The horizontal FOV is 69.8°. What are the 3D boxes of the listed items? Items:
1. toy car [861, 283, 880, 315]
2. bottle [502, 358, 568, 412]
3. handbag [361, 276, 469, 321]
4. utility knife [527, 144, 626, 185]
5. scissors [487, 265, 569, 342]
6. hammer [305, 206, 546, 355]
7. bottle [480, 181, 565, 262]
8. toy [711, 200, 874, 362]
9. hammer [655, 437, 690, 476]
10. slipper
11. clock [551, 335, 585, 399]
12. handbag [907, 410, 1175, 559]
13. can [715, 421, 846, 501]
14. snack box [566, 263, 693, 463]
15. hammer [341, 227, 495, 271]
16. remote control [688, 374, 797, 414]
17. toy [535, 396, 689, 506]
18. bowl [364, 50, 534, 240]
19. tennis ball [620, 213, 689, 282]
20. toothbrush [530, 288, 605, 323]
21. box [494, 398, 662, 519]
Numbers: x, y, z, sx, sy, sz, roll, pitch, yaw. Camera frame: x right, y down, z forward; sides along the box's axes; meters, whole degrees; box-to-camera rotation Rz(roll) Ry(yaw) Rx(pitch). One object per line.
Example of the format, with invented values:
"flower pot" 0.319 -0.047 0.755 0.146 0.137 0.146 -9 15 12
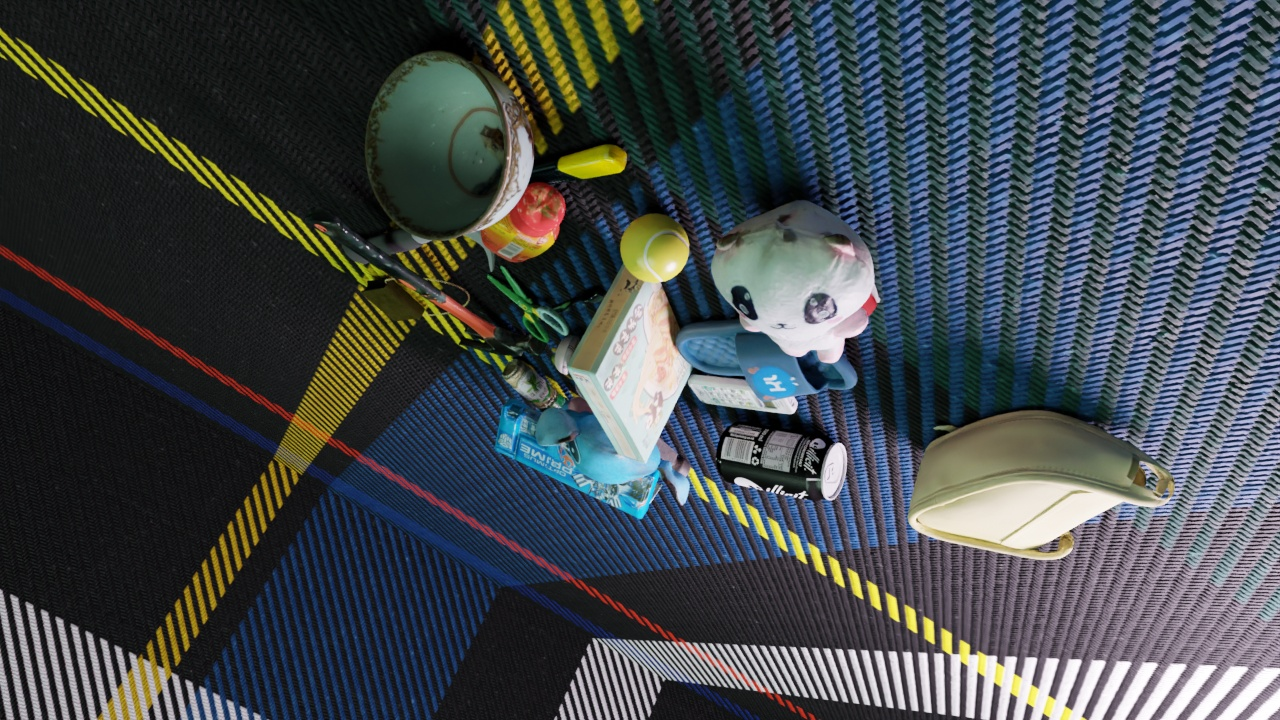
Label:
"toy car" 0.172 -0.062 0.850 0.090 0.025 0.038 9 144 37
"bottle" -0.153 0.042 1.339 0.043 0.042 0.110 -4 139 48
"handbag" -0.300 -0.090 1.259 0.178 0.027 0.084 -3 144 38
"utility knife" -0.080 -0.180 0.871 0.174 0.020 0.028 -1 158 44
"scissors" -0.136 -0.069 1.126 0.112 0.012 0.131 10 141 43
"hammer" -0.274 -0.093 1.158 0.133 0.033 0.333 1 153 44
"bottle" -0.118 -0.140 0.930 0.071 0.048 0.134 30 163 -18
"toy" 0.135 -0.059 0.793 0.139 0.101 0.180 6 143 25
"hammer" -0.066 0.146 1.470 0.120 0.033 0.331 44 150 -25
"slipper" 0.124 -0.001 0.974 0.214 0.059 0.104 8 147 37
"clock" -0.044 0.012 1.157 0.158 0.058 0.117 9 149 34
"handbag" 0.393 0.127 0.940 0.191 0.088 0.233 20 152 1
"can" 0.173 0.124 1.136 0.146 0.080 0.080 8 149 34
"snack box" -0.006 0.006 1.012 0.044 0.141 0.194 14 152 26
"hammer" -0.277 -0.147 1.115 0.312 0.029 0.125 -3 141 47
"remote control" 0.121 0.037 1.088 0.134 0.022 0.050 6 147 37
"toy" -0.031 0.107 1.225 0.224 0.099 0.191 24 -168 -11
"bowl" -0.155 -0.187 0.821 0.160 0.160 0.093 13 -167 27
"tennis ball" 0.014 -0.106 0.869 0.065 0.065 0.065 22 154 11
"toothbrush" -0.096 -0.062 1.119 0.017 0.014 0.188 21 161 -29
"box" -0.082 0.132 1.355 0.243 0.113 0.114 24 127 11
